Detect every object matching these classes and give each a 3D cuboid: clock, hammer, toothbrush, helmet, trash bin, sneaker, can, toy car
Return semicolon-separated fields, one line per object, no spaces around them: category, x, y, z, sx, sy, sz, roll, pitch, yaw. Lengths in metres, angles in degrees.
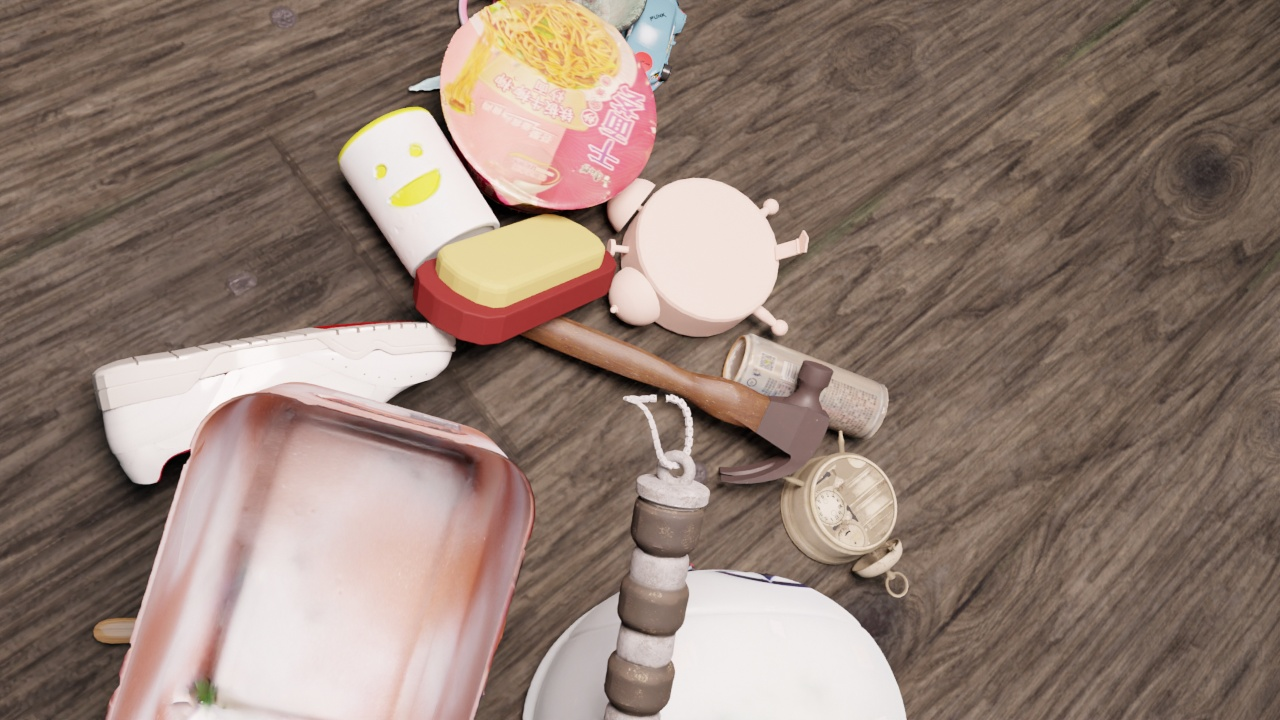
clock;0.052;-0.092;0.782;0.160;0.086;0.131;2;73;-12
hammer;-0.001;0.181;0.498;0.177;0.079;0.326;12;97;16
toothbrush;-0.275;0.180;0.619;0.166;0.016;0.016;4;74;-17
hammer;-0.004;0.004;0.737;0.323;0.033;0.115;22;104;-3
helmet;0.058;0.252;0.620;0.264;0.164;0.236;7;66;-10
trash bin;-0.187;0.153;0.548;0.181;0.157;0.259;16;89;-14
clock;0.181;0.137;0.768;0.092;0.055;0.141;-33;84;-24
sneaker;-0.242;0.033;0.646;0.236;0.090;0.104;-12;99;-29
can;0.141;0.023;0.789;0.135;0.054;0.054;20;68;-13
toy car;0.010;-0.306;0.858;0.060;0.028;0.107;19;69;-13

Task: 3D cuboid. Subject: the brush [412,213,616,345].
brush;-0.090;-0.069;0.698;0.082;0.042;0.172;33;37;22

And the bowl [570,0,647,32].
bowl;-0.073;-0.344;0.825;0.157;0.039;0.157;11;63;-21

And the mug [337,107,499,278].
mug;-0.171;-0.128;0.712;0.082;0.083;0.106;-32;87;-25

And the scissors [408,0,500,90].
scissors;-0.114;-0.260;0.809;0.173;0.014;0.170;11;70;-16

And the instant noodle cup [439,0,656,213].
instant noodle cup;-0.083;-0.198;0.759;0.178;0.078;0.178;4;78;-21
